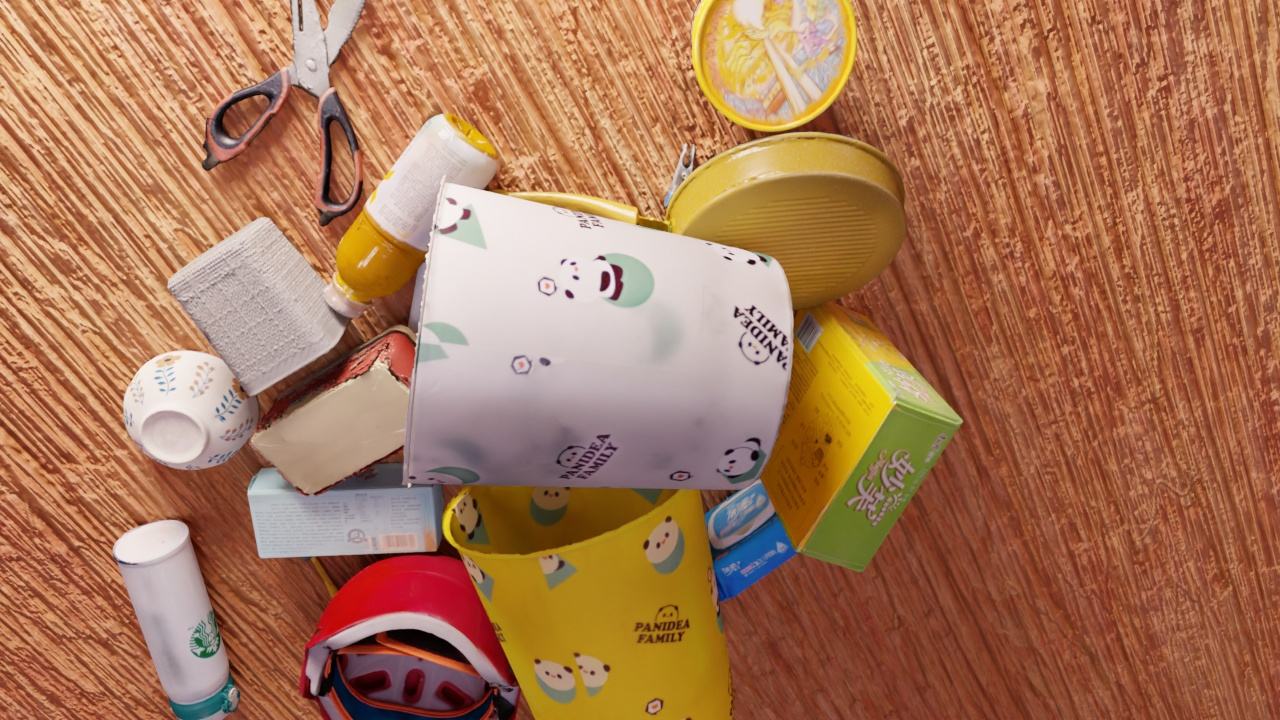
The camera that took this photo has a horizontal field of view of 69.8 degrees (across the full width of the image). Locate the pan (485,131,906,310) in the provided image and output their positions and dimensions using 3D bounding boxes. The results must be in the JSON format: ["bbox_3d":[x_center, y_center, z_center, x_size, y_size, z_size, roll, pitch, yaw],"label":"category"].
[{"bbox_3d":[0.040,-0.117,0.767,0.357,0.078,0.198,-3,150,0],"label":"pan"}]

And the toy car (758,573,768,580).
[{"bbox_3d":[0.094,0.222,0.964,0.106,0.049,0.031,-27,118,7],"label":"toy car"}]

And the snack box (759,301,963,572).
[{"bbox_3d":[0.169,0.056,0.802,0.070,0.209,0.158,19,112,-19],"label":"snack box"}]

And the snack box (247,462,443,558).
[{"bbox_3d":[-0.281,0.144,0.886,0.175,0.051,0.074,-1,114,-6],"label":"snack box"}]

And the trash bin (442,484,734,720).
[{"bbox_3d":[-0.031,0.220,0.831,0.229,0.229,0.255,-14,108,1],"label":"trash bin"}]

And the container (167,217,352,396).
[{"bbox_3d":[-0.319,-0.049,0.772,0.090,0.090,0.114,-29,111,7],"label":"container"}]

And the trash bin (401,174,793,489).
[{"bbox_3d":[-0.036,-0.007,0.689,0.251,0.229,0.230,6,115,-11],"label":"trash bin"}]

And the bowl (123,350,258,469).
[{"bbox_3d":[-0.409,0.054,0.825,0.113,0.062,0.114,-3,115,-6],"label":"bowl"}]

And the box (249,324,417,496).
[{"bbox_3d":[-0.257,0.050,0.810,0.169,0.080,0.091,-27,116,20],"label":"box"}]

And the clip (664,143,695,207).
[{"bbox_3d":[0.038,-0.159,0.791,0.045,0.027,0.058,8,111,-2],"label":"clip"}]

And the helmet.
[{"bbox_3d":[-0.219,0.287,0.916,0.207,0.143,0.241,12,129,-8],"label":"helmet"}]

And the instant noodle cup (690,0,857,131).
[{"bbox_3d":[0.092,-0.246,0.703,0.118,0.114,0.119,-2,116,-5],"label":"instant noodle cup"}]

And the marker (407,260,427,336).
[{"bbox_3d":[-0.202,-0.039,0.826,0.022,0.018,0.131,16,114,-3],"label":"marker"}]

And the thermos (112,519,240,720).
[{"bbox_3d":[-0.458,0.271,0.920,0.073,0.073,0.224,-5,116,-4],"label":"thermos"}]

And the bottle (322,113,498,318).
[{"bbox_3d":[-0.196,-0.115,0.762,0.068,0.068,0.190,36,107,-20],"label":"bottle"}]

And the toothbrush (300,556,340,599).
[{"bbox_3d":[-0.313,0.254,0.954,0.016,0.018,0.191,-17,116,4],"label":"toothbrush"}]

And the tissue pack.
[{"bbox_3d":[0.112,0.169,0.917,0.157,0.094,0.052,-39,112,14],"label":"tissue pack"}]

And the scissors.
[{"bbox_3d":[-0.269,-0.214,0.736,0.227,0.015,0.189,-32,114,10],"label":"scissors"}]
